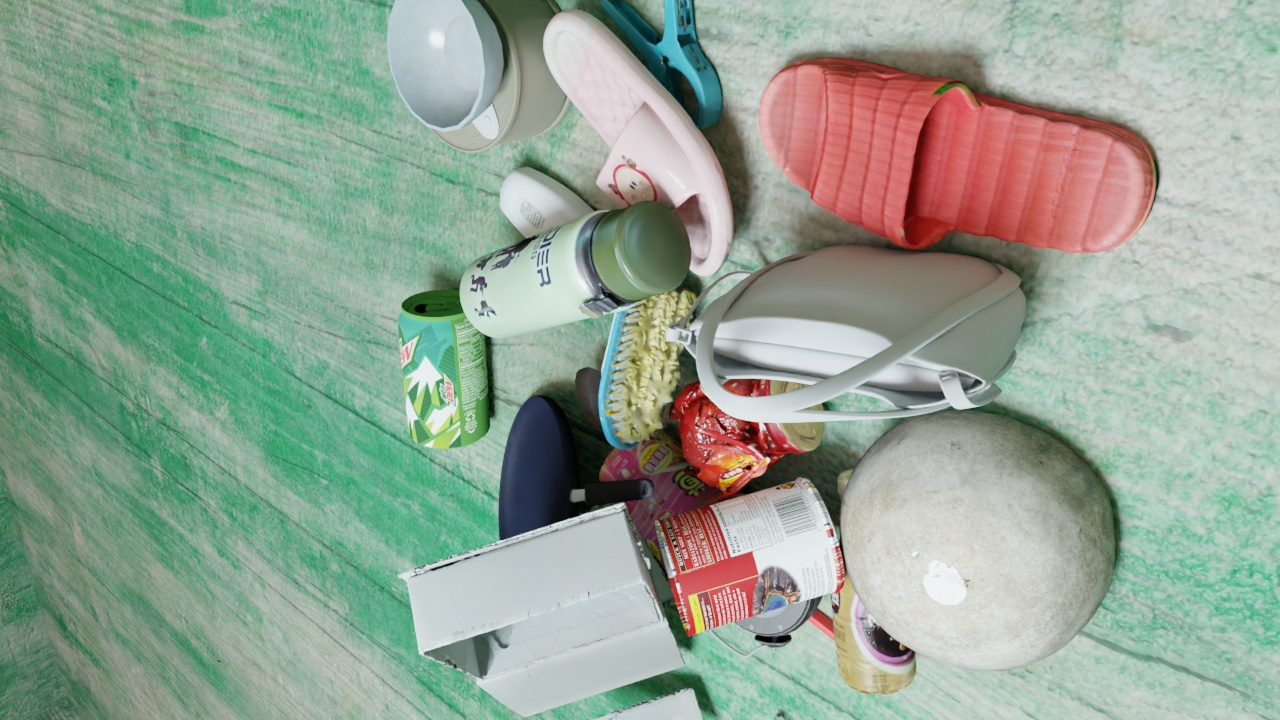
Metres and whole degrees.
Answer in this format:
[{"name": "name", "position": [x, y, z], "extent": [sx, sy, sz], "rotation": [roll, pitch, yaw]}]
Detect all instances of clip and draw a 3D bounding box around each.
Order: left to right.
[{"name": "clip", "position": [0.029, -0.225, 0.657], "extent": [0.103, 0.026, 0.119], "rotation": [-12, 103, 50]}]

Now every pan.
[{"name": "pan", "position": [-0.064, 0.119, 0.797], "extent": [0.357, 0.021, 0.198], "rotation": [158, 115, -63]}]

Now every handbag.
[{"name": "handbag", "position": [0.108, -0.005, 0.555], "extent": [0.216, 0.222, 0.096], "rotation": [10, 115, 37]}]

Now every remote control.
[{"name": "remote control", "position": [-0.074, -0.120, 0.791], "extent": [0.114, 0.028, 0.060], "rotation": [39, 132, 17]}]

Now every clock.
[{"name": "clock", "position": [0.104, 0.183, 0.758], "extent": [0.091, 0.043, 0.123], "rotation": [33, 110, 23]}]

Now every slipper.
[{"name": "slipper", "position": [-0.004, -0.159, 0.673], "extent": [0.221, 0.055, 0.107], "rotation": [55, 158, 2]}, {"name": "slipper", "position": [0.174, -0.120, 0.559], "extent": [0.249, 0.059, 0.104], "rotation": [24, 123, 29]}]

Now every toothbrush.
[{"name": "toothbrush", "position": [0.125, 0.205, 0.783], "extent": [0.212, 0.012, 0.018], "rotation": [35, 129, 23]}]

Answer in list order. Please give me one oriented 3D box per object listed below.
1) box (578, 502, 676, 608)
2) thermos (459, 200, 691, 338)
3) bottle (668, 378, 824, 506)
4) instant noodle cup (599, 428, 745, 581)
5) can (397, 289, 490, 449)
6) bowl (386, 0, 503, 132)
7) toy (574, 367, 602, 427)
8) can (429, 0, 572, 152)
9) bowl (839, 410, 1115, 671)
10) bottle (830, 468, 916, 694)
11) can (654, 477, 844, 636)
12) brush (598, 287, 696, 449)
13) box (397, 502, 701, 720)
[{"name": "box", "position": [-0.037, 0.197, 0.894], "extent": [0.206, 0.050, 0.117], "rotation": [-36, 82, 44]}, {"name": "thermos", "position": [-0.057, -0.064, 0.714], "extent": [0.232, 0.082, 0.082], "rotation": [-8, 104, 52]}, {"name": "bottle", "position": [0.073, 0.052, 0.696], "extent": [0.111, 0.098, 0.099], "rotation": [-20, 96, 39]}, {"name": "instant noodle cup", "position": [0.025, 0.116, 0.778], "extent": [0.108, 0.097, 0.098], "rotation": [43, 132, 26]}, {"name": "can", "position": [-0.195, 0.009, 0.916], "extent": [0.083, 0.082, 0.144], "rotation": [19, 121, 33]}, {"name": "bowl", "position": [-0.140, -0.228, 0.685], "extent": [0.106, 0.039, 0.106], "rotation": [18, 120, 34]}, {"name": "toy", "position": [-0.015, 0.033, 0.791], "extent": [0.100, 0.062, 0.076], "rotation": [13, 155, 52]}, {"name": "can", "position": [-0.121, -0.239, 0.745], "extent": [0.128, 0.073, 0.128], "rotation": [18, 120, 34]}, {"name": "bowl", "position": [0.209, 0.125, 0.595], "extent": [0.179, 0.081, 0.178], "rotation": [4, 98, 27]}, {"name": "bottle", "position": [0.173, 0.164, 0.694], "extent": [0.060, 0.059, 0.166], "rotation": [1, 103, 40]}, {"name": "can", "position": [0.078, 0.143, 0.671], "extent": [0.086, 0.116, 0.086], "rotation": [163, 92, -86]}, {"name": "brush", "position": [-0.004, 0.004, 0.727], "extent": [0.075, 0.055, 0.135], "rotation": [-14, 60, 61]}, {"name": "box", "position": [-0.056, 0.239, 0.763], "extent": [0.369, 0.166, 0.098], "rotation": [74, 178, -57]}]
